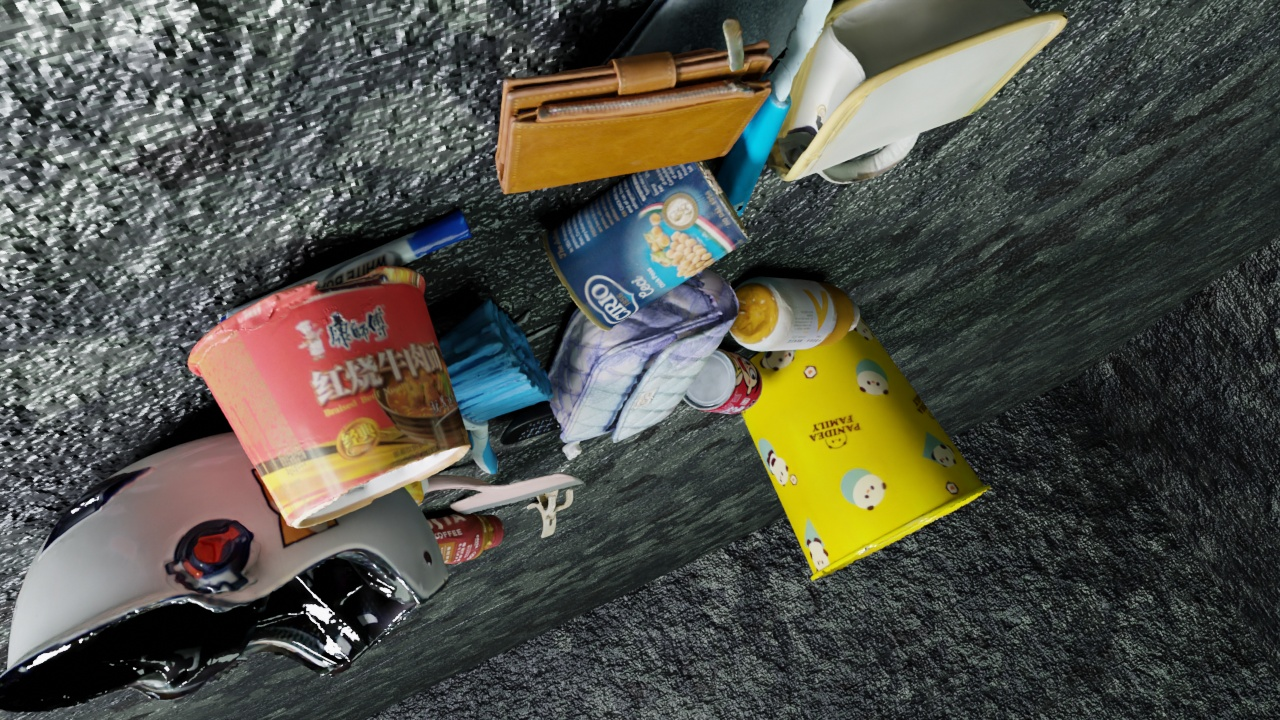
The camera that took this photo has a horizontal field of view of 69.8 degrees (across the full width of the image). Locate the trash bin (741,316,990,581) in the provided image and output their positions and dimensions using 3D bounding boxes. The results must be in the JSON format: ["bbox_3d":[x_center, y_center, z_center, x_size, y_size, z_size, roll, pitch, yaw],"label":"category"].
[{"bbox_3d":[0.245,0.097,1.097,0.229,0.255,0.230,-25,162,-9],"label":"trash bin"}]

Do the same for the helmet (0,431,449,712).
[{"bbox_3d":[-0.275,0.130,0.625,0.273,0.156,0.231,0,150,-34],"label":"helmet"}]

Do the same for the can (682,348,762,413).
[{"bbox_3d":[0.087,0.023,0.980,0.067,0.066,0.093,-34,160,19],"label":"can"}]

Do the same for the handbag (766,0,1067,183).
[{"bbox_3d":[0.151,-0.165,0.579,0.163,0.063,0.179,-23,166,-19],"label":"handbag"}]

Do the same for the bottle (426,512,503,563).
[{"bbox_3d":[-0.229,0.205,1.043,0.058,0.057,0.174,-38,159,29],"label":"bottle"}]

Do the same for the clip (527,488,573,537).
[{"bbox_3d":[-0.117,0.184,1.175,0.034,0.071,0.100,-18,153,-31],"label":"clip"}]

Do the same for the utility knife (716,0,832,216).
[{"bbox_3d":[0.073,-0.142,0.522,0.018,0.034,0.238,-10,168,-8],"label":"utility knife"}]

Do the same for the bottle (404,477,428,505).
[{"bbox_3d":[-0.235,0.107,0.765,0.108,0.063,0.063,-20,160,-21],"label":"bottle"}]

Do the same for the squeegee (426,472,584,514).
[{"bbox_3d":[-0.224,0.134,0.890,0.249,0.040,0.248,-3,168,-40],"label":"squeegee"}]

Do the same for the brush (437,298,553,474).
[{"bbox_3d":[-0.119,0.038,0.734,0.109,0.060,0.314,-25,163,0],"label":"brush"}]

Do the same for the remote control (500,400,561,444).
[{"bbox_3d":[-0.076,0.048,0.888,0.136,0.024,0.053,-17,157,-32],"label":"remote control"}]

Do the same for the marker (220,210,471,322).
[{"bbox_3d":[-0.165,-0.049,0.518,0.145,0.017,0.017,-25,162,-7],"label":"marker"}]

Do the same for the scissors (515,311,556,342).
[{"bbox_3d":[-0.145,0.018,0.732,0.162,0.012,0.165,-20,159,-23],"label":"scissors"}]

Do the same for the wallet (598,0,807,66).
[{"bbox_3d":[0.043,-0.174,0.471,0.097,0.019,0.121,-4,149,-48],"label":"wallet"}]

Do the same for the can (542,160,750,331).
[{"bbox_3d":[0.005,-0.079,0.579,0.111,0.075,0.075,-32,161,13],"label":"can"}]

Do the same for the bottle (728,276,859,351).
[{"bbox_3d":[0.156,-0.045,0.891,0.068,0.068,0.189,-40,158,33],"label":"bottle"}]

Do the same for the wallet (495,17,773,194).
[{"bbox_3d":[-0.005,-0.121,0.462,0.130,0.035,0.119,-12,169,-13],"label":"wallet"}]

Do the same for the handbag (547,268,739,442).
[{"bbox_3d":[-0.005,0.005,0.790,0.134,0.075,0.194,-20,161,-23],"label":"handbag"}]

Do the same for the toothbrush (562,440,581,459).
[{"bbox_3d":[-0.032,0.060,0.992,0.016,0.016,0.181,-10,155,-47],"label":"toothbrush"}]

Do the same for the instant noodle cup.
[{"bbox_3d":[-0.169,0.025,0.526,0.138,0.108,0.138,-25,174,-3],"label":"instant noodle cup"}]
